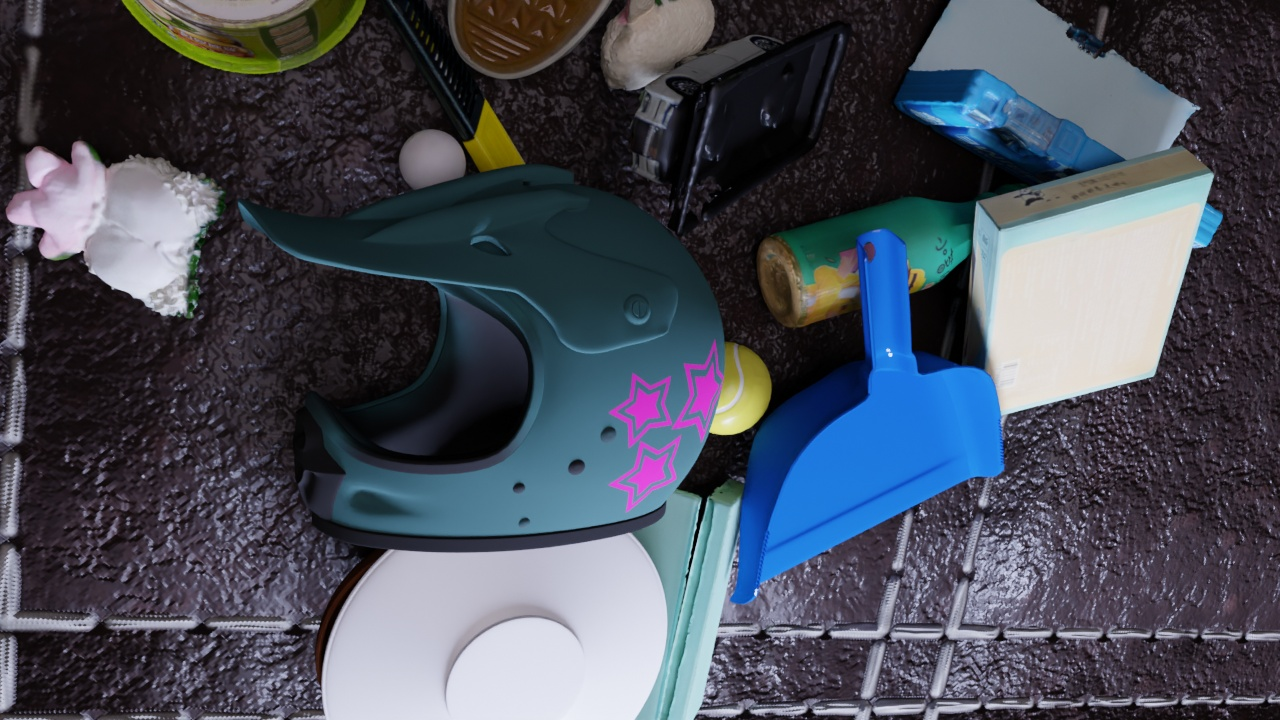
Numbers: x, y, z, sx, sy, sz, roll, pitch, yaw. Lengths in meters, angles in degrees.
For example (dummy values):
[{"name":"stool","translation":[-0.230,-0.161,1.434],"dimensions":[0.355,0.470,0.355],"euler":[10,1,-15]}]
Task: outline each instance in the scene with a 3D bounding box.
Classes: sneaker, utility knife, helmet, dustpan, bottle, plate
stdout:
[{"name":"sneaker","translation":[-0.035,-0.274,0.533],"dimensions":[0.087,0.079,0.236],"euler":[27,117,-17]},{"name":"utility knife","translation":[-0.113,-0.166,0.553],"dimensions":[0.028,0.020,0.172],"euler":[-54,128,-36]},{"name":"helmet","translation":[-0.079,-0.011,0.524],"dimensions":[0.274,0.176,0.200],"euler":[-2,104,-30]},{"name":"dustpan","translation":[0.161,0.030,0.646],"dimensions":[0.245,0.059,0.258],"euler":[-21,116,-20]},{"name":"bottle","translation":[0.190,-0.082,0.659],"dimensions":[0.209,0.068,0.068],"euler":[-17,107,-13]},{"name":"plate","translation":[-0.082,0.198,0.587],"dimensions":[0.229,0.030,0.229],"euler":[-6,107,-21]}]

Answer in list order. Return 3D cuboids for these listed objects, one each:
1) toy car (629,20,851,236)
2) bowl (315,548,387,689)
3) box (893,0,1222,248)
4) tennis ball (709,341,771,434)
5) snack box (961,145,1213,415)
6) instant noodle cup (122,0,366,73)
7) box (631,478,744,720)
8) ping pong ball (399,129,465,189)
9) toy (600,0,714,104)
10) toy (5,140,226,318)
[{"name":"toy car","translation":[0.054,-0.157,0.564],"dimensions":[0.191,0.071,0.094],"euler":[-41,151,-46]},{"name":"bowl","translation":[-0.141,0.172,0.612],"dimensions":[0.147,0.069,0.147],"euler":[-6,107,-21]},{"name":"box","translation":[0.319,-0.182,0.663],"dimensions":[0.243,0.094,0.115],"euler":[21,99,-21]},{"name":"tennis ball","translation":[0.059,0.019,0.643],"dimensions":[0.065,0.065,0.065],"euler":[-4,104,-17]},{"name":"snack box","translation":[0.311,-0.046,0.660],"dimensions":[0.141,0.044,0.194],"euler":[-15,134,1]},{"name":"instant noodle cup","translation":[-0.214,-0.230,0.481],"dimensions":[0.146,0.098,0.146],"euler":[-4,104,-17]},{"name":"box","translation":[0.012,0.175,0.683],"dimensions":[0.093,0.077,0.188],"euler":[14,101,15]},{"name":"ping pong ball","translation":[-0.128,-0.121,0.564],"dimensions":[0.040,0.040,0.040],"euler":[-4,104,-17]},{"name":"toy","translation":[0.012,-0.203,0.584],"dimensions":[0.087,0.112,0.050],"euler":[-39,67,-16]},{"name":"toy","translation":[-0.296,-0.081,0.522],"dimensions":[0.109,0.041,0.096],"euler":[22,110,-17]}]
